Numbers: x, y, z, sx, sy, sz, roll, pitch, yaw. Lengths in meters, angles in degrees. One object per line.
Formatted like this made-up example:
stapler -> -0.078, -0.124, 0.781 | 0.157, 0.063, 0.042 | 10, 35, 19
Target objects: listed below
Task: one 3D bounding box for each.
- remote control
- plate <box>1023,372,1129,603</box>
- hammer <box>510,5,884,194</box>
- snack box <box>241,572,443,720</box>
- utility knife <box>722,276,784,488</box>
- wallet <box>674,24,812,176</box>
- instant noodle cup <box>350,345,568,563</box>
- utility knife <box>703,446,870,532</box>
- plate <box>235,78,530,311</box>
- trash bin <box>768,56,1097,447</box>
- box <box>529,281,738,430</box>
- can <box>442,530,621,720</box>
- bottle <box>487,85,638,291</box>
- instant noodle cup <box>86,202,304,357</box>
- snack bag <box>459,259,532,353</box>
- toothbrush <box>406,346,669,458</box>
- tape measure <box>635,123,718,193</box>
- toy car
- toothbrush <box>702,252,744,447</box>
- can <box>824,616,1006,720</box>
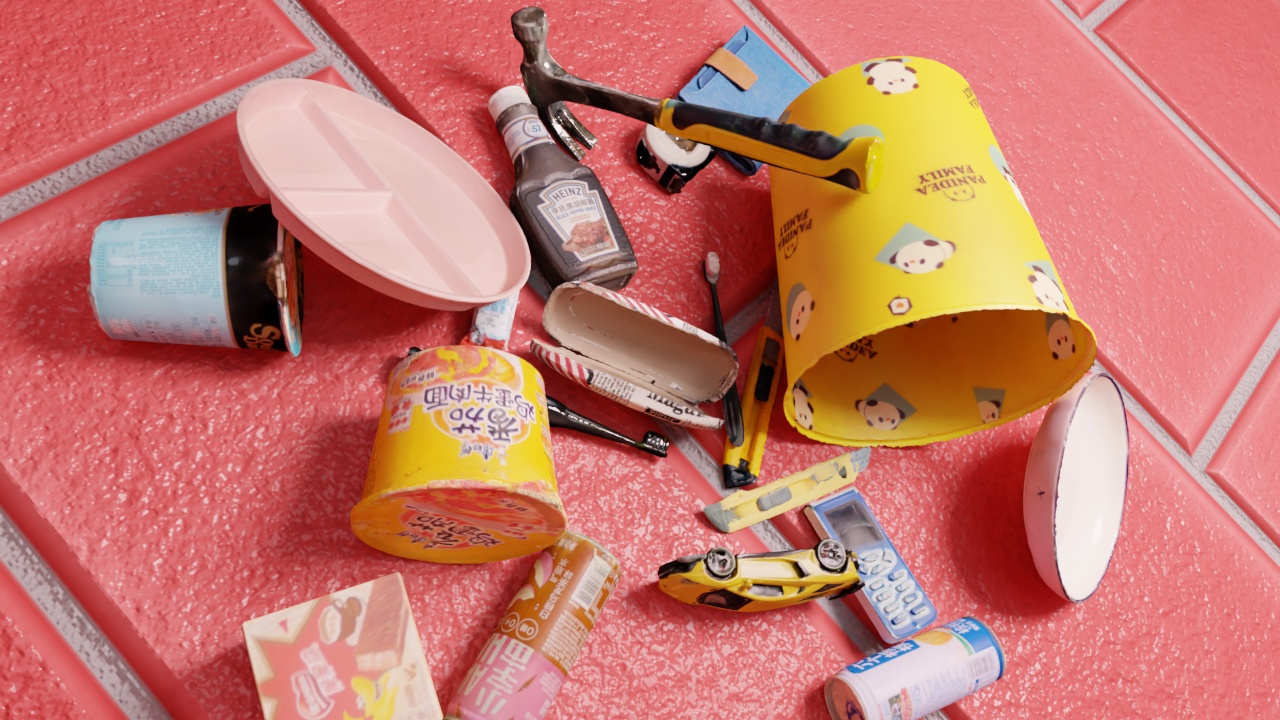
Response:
remote control -> 0.180, 0.160, 0.726 | 0.049, 0.024, 0.125 | -16, 62, -25
plate -> 0.364, 0.105, 0.773 | 0.192, 0.039, 0.192 | -6, 99, -47
hammer -> 0.036, -0.188, 0.723 | 0.324, 0.126, 0.031 | 23, 57, 27
snack box -> -0.183, 0.194, 0.561 | 0.094, 0.077, 0.092 | -14, 73, -24
utility knife -> 0.102, 0.014, 0.777 | 0.033, 0.015, 0.208 | 21, 62, -9
wallet -> 0.103, -0.253, 0.884 | 0.106, 0.040, 0.132 | 41, 60, -4
instant noodle cup -> -0.118, 0.063, 0.617 | 0.138, 0.138, 0.109 | 8, 57, -16
utility knife -> 0.124, 0.104, 0.748 | 0.167, 0.018, 0.031 | -18, 96, -29
plate -> -0.182, -0.118, 0.666 | 0.229, 0.028, 0.229 | 32, 28, -19
trash bin -> 0.212, -0.089, 0.753 | 0.229, 0.230, 0.254 | 4, 60, -18
box -> -0.006, 0.008, 0.709 | 0.162, 0.076, 0.087 | 24, 38, -11
can -> -0.070, 0.189, 0.615 | 0.058, 0.058, 0.147 | 34, 61, -3
bottle -> -0.074, -0.142, 0.769 | 0.079, 0.044, 0.194 | -20, 74, -27
instant noodle cup -> -0.297, -0.056, 0.621 | 0.120, 0.111, 0.111 | -2, 68, -14
snack bag -> -0.114, -0.042, 0.719 | 0.045, 0.026, 0.105 | 11, 63, -6
toothbrush -> -0.076, 0.036, 0.699 | 0.212, 0.026, 0.027 | 19, 70, -11
tape measure -> 0.030, -0.193, 0.832 | 0.066, 0.034, 0.065 | 41, 59, 1
toy car -> 0.087, 0.161, 0.676 | 0.155, 0.071, 0.041 | 2, 63, -16
toothbrush -> 0.070, -0.013, 0.770 | 0.015, 0.018, 0.180 | -1, 65, -11
can -> 0.207, 0.240, 0.693 | 0.134, 0.053, 0.053 | -13, 72, -24
